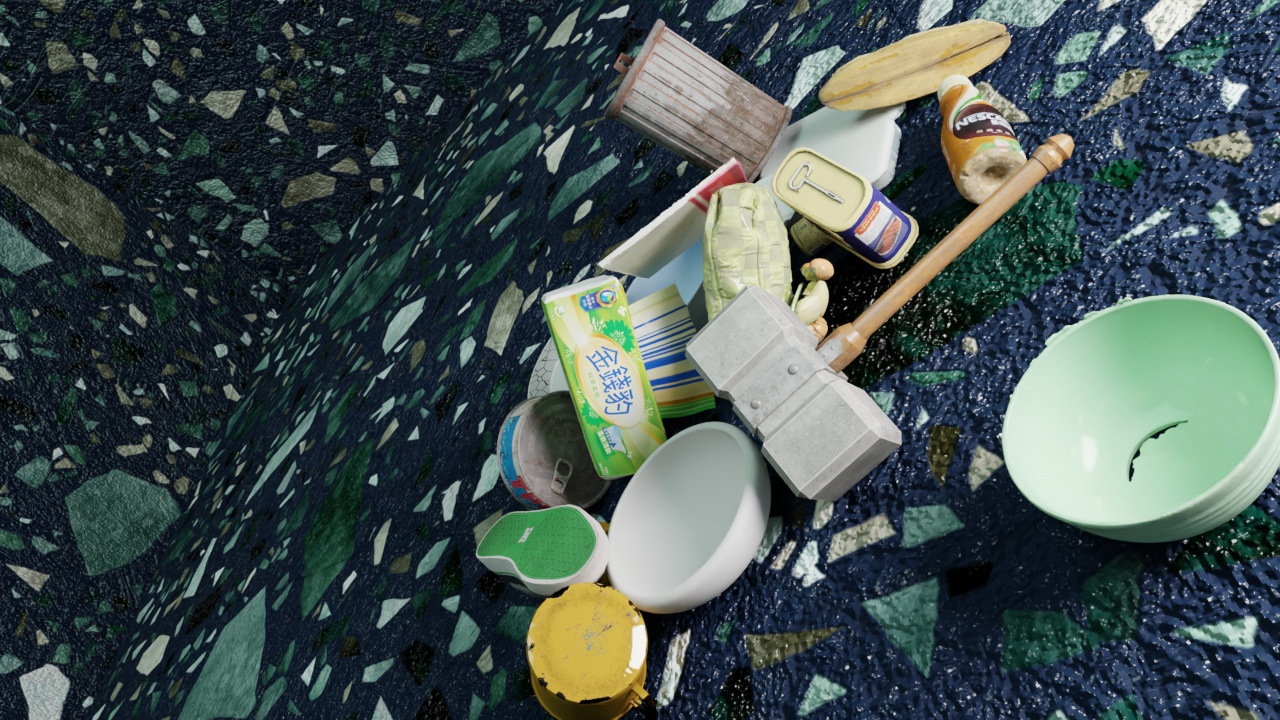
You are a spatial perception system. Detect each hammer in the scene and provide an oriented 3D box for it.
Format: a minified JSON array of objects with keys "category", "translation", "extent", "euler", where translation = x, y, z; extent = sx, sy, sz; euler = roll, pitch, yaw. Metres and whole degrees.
[{"category":"hammer","translation":[0.202,-0.053,0.706],"extent":[0.318,0.082,0.162],"euler":[-45,63,15]}]

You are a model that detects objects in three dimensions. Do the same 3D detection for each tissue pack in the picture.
[{"category":"tissue pack","translation":[-0.006,0.005,0.932],"extent":[0.141,0.198,0.120],"euler":[-18,15,-6]}]

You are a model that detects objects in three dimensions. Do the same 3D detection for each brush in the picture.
[{"category":"brush","translation":[0.280,-0.305,0.951],"extent":[0.196,0.059,0.043],"euler":[-12,31,31]}]

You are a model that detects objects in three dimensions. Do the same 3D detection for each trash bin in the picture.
[{"category":"trash bin","translation":[0.063,-0.311,1.121],"extent":[0.131,0.211,0.130],"euler":[-58,10,16]}]

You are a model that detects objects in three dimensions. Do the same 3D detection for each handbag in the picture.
[{"category":"handbag","translation":[0.120,-0.071,0.847],"extent":[0.117,0.186,0.113],"euler":[0,12,15]}]

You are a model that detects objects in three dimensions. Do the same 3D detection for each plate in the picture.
[{"category":"plate","translation":[-0.073,-0.006,1.149],"extent":[0.189,0.016,0.188],"euler":[-37,33,29]}]

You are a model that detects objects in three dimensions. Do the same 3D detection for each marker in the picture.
[{"category":"marker","translation":[0.168,-0.150,0.981],"extent":[0.124,0.017,0.021],"euler":[-60,-4,20]}]

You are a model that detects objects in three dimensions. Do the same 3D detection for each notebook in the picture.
[{"category":"notebook","translation":[0.044,-0.133,0.903],"extent":[0.153,0.012,0.208],"euler":[-36,-5,11]}]

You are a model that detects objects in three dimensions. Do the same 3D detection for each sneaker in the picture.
[{"category":"sneaker","translation":[-0.079,0.195,0.881],"extent":[0.084,0.079,0.236],"euler":[-53,19,-23]}]

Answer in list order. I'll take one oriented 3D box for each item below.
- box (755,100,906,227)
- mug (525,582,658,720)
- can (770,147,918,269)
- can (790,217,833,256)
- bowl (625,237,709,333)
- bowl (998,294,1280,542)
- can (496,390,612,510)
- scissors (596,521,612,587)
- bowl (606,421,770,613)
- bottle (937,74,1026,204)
[{"category":"box","translation":[0.208,-0.233,1.040],"extent":[0.209,0.037,0.188],"euler":[-17,48,48]},{"category":"mug","translation":[-0.034,0.248,0.752],"extent":[0.100,0.124,0.094],"euler":[-46,-20,-25]},{"category":"can","translation":[0.188,-0.144,0.856],"extent":[0.056,0.092,0.116],"euler":[-56,48,10]},{"category":"can","translation":[0.197,-0.145,0.943],"extent":[0.080,0.038,0.038],"euler":[-36,32,29]},{"category":"bowl","translation":[0.050,-0.062,1.031],"extent":[0.151,0.074,0.150],"euler":[-38,31,28]},{"category":"bowl","translation":[0.297,0.044,0.530],"extent":[0.151,0.077,0.150],"euler":[-37,32,27]},{"category":"can","translation":[-0.089,0.100,0.998],"extent":[0.044,0.130,0.129],"euler":[-15,45,49]},{"category":"scissors","translation":[-0.033,0.196,0.924],"extent":[0.226,0.016,0.216],"euler":[-30,36,36]},{"category":"bowl","translation":[0.051,0.144,0.800],"extent":[0.177,0.066,0.176],"euler":[-37,31,27]},{"category":"bottle","translation":[0.301,-0.208,0.833],"extent":[0.059,0.059,0.166],"euler":[-35,32,30]}]
